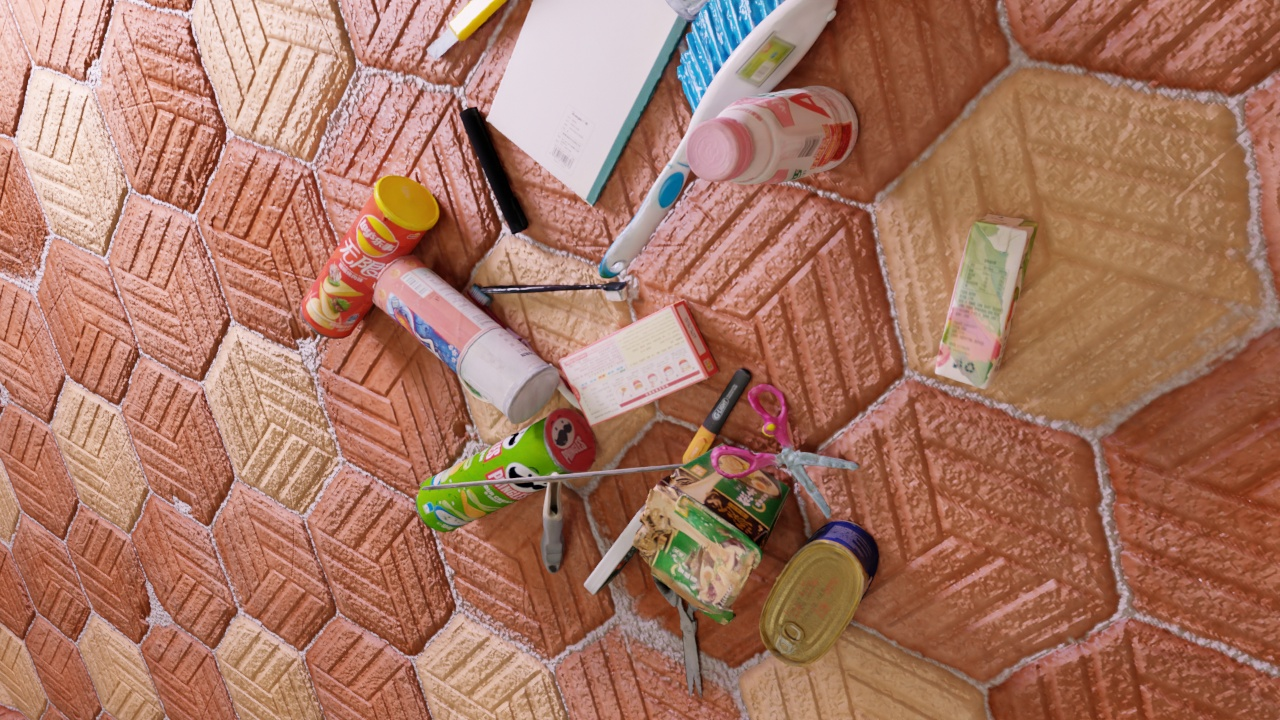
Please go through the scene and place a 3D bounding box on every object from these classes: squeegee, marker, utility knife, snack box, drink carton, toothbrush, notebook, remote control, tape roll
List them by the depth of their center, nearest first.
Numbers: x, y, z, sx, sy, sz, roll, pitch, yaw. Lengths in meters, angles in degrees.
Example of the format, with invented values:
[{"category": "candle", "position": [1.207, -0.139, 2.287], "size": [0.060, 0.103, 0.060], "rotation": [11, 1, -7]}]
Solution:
[{"category": "drink carton", "position": [0.259, -0.046, 0.691], "size": [0.045, 0.053, 0.123], "rotation": [18, 115, 28]}, {"category": "notebook", "position": [-0.053, -0.268, 0.839], "size": [0.150, 0.012, 0.210], "rotation": [41, 124, 14]}, {"category": "snack box", "position": [0.074, 0.148, 0.841], "size": [0.117, 0.105, 0.118], "rotation": [34, 134, 18]}, {"category": "utility knife", "position": [-0.146, -0.340, 0.869], "size": [0.198, 0.015, 0.033], "rotation": [-24, 74, 41]}, {"category": "marker", "position": [0.072, 0.056, 0.872], "size": [0.018, 0.015, 0.124], "rotation": [36, 121, 12]}, {"category": "snack box", "position": [-0.005, 0.005, 0.896], "size": [0.156, 0.026, 0.077], "rotation": [-24, 92, 36]}, {"category": "marker", "position": [-0.147, -0.191, 0.922], "size": [0.022, 0.020, 0.132], "rotation": [-18, 97, 47]}, {"category": "toothbrush", "position": [-0.091, -0.070, 0.931], "size": [0.181, 0.015, 0.018], "rotation": [3, 117, 30]}, {"category": "remote control", "position": [-0.011, 0.188, 0.947], "size": [0.019, 0.056, 0.135], "rotation": [42, 124, 13]}, {"category": "squeegee", "position": [-0.089, 0.161, 0.956], "size": [0.247, 0.246, 0.039], "rotation": [99, 165, -56]}, {"category": "toothbrush", "position": [-0.118, -0.015, 0.970], "size": [0.187, 0.016, 0.017], "rotation": [45, 115, 12]}, {"category": "tape roll", "position": [-0.169, 0.004, 1.010], "size": [0.086, 0.013, 0.086], "rotation": [11, 112, 29]}]

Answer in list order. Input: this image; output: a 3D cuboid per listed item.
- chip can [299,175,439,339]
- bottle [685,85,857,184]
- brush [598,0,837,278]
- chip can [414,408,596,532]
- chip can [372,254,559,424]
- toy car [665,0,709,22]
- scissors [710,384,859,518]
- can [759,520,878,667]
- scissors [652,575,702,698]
[{"category": "chip can", "position": [-0.307, -0.111, 1.022], "size": [0.217, 0.073, 0.073], "rotation": [-41, 83, 36]}, {"category": "bottle", "position": [0.095, -0.161, 0.666], "size": [0.068, 0.196, 0.068], "rotation": [12, 113, 30]}, {"category": "brush", "position": [0.046, -0.197, 0.751], "size": [0.316, 0.060, 0.109], "rotation": [-42, 51, 40]}, {"category": "chip can", "position": [-0.152, 0.126, 1.007], "size": [0.237, 0.072, 0.072], "rotation": [-28, 90, 37]}, {"category": "chip can", "position": [-0.185, -0.026, 0.957], "size": [0.215, 0.071, 0.071], "rotation": [38, 123, 20]}, {"category": "toy car", "position": [0.023, -0.329, 0.747], "size": [0.054, 0.036, 0.120], "rotation": [-46, 76, 20]}, {"category": "scissors", "position": [0.123, 0.088, 0.817], "size": [0.133, 0.124, 0.017], "rotation": [57, 172, 13]}, {"category": "can", "position": [0.164, 0.215, 0.847], "size": [0.074, 0.049, 0.148], "rotation": [33, 121, 20]}, {"category": "scissors", "position": [0.057, 0.280, 0.962], "size": [0.141, 0.014, 0.173], "rotation": [-38, 85, 37]}]
